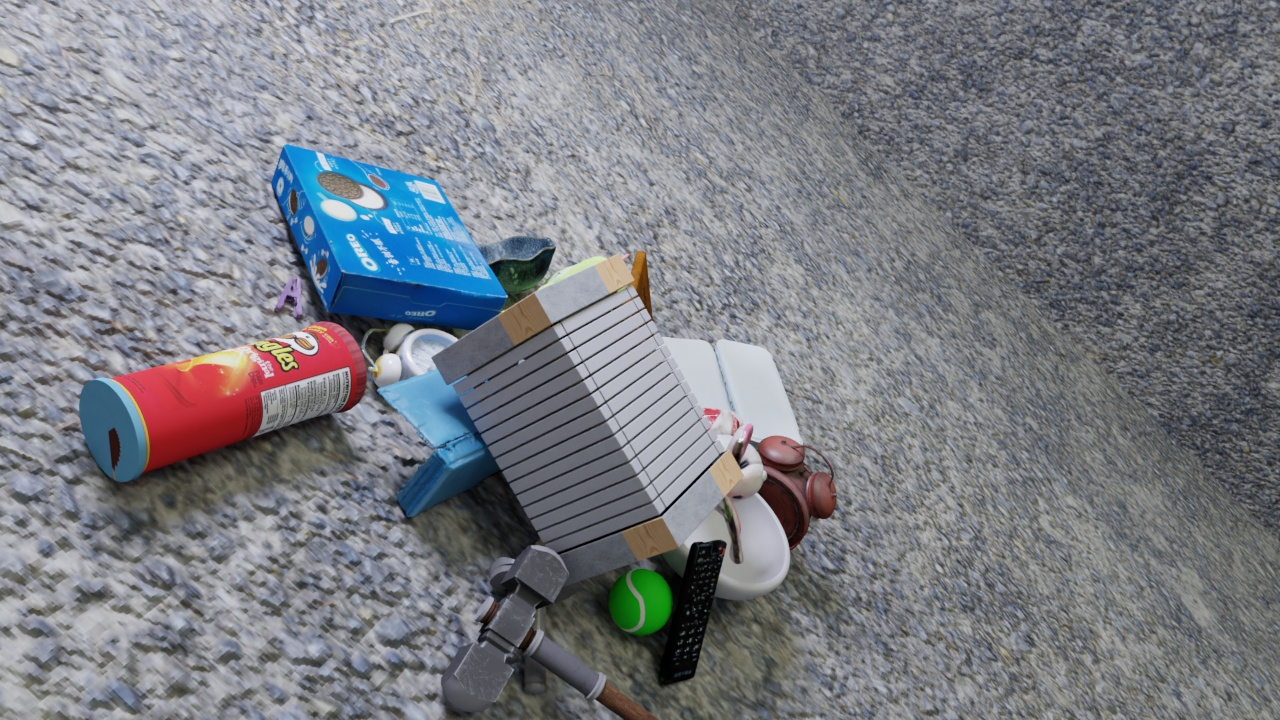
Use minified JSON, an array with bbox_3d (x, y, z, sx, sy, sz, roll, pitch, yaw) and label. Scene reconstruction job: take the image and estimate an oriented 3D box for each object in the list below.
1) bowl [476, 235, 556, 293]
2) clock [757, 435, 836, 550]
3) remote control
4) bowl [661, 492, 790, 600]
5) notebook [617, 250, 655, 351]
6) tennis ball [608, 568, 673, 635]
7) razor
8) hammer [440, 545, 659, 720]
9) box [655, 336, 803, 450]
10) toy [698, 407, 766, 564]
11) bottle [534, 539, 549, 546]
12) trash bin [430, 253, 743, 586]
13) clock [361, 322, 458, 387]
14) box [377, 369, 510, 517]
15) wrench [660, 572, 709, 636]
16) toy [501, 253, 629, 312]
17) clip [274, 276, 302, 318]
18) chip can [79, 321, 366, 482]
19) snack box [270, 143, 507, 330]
[{"bbox_3d":[-0.158,-0.117,1.146,0.110,0.110,0.055,-49,137,-57],"label":"bowl"},{"bbox_3d":[0.169,0.161,1.117,0.120,0.158,0.072,47,39,4],"label":"clock"},{"bbox_3d":[0.050,0.251,0.923,0.047,0.150,0.022,6,11,-44],"label":"remote control"},{"bbox_3d":[0.077,0.199,1.025,0.176,0.066,0.176,24,33,-18],"label":"bowl"},{"bbox_3d":[-0.007,0.004,1.126,0.014,0.179,0.248,0,36,9],"label":"notebook"},{"bbox_3d":[0.000,0.243,0.925,0.065,0.066,0.065,28,36,-23],"label":"tennis ball"},{"bbox_3d":[-0.096,0.247,0.845,0.088,0.048,0.116,22,47,-30],"label":"razor"},{"bbox_3d":[-0.010,0.310,0.811,0.322,0.043,0.155,38,57,-8],"label":"hammer"},{"bbox_3d":[0.115,0.041,1.246,0.191,0.045,0.209,8,39,-14],"label":"box"},{"bbox_3d":[0.092,0.111,0.996,0.084,0.159,0.194,-1,21,-1],"label":"toy"},{"bbox_3d":[-0.054,0.167,0.956,0.059,0.060,0.165,49,33,7],"label":"bottle"},{"bbox_3d":[-0.045,0.055,0.861,0.247,0.143,0.142,61,35,-3],"label":"trash bin"},{"bbox_3d":[-0.231,0.006,0.955,0.125,0.052,0.088,25,38,-22],"label":"clock"},{"bbox_3d":[-0.165,0.056,0.933,0.111,0.094,0.230,50,35,12],"label":"box"},{"bbox_3d":[0.060,0.217,1.065,0.073,0.018,0.272,35,33,-10],"label":"wrench"},{"bbox_3d":[-0.083,-0.062,1.114,0.196,0.151,0.107,-29,93,-55],"label":"toy"},{"bbox_3d":[-0.359,-0.065,0.929,0.043,0.014,0.051,-5,60,-47],"label":"clip"},{"bbox_3d":[-0.343,0.029,0.775,0.087,0.087,0.212,52,35,11],"label":"chip can"},{"bbox_3d":[-0.279,-0.135,1.015,0.195,0.056,0.238,7,38,-43],"label":"snack box"}]
